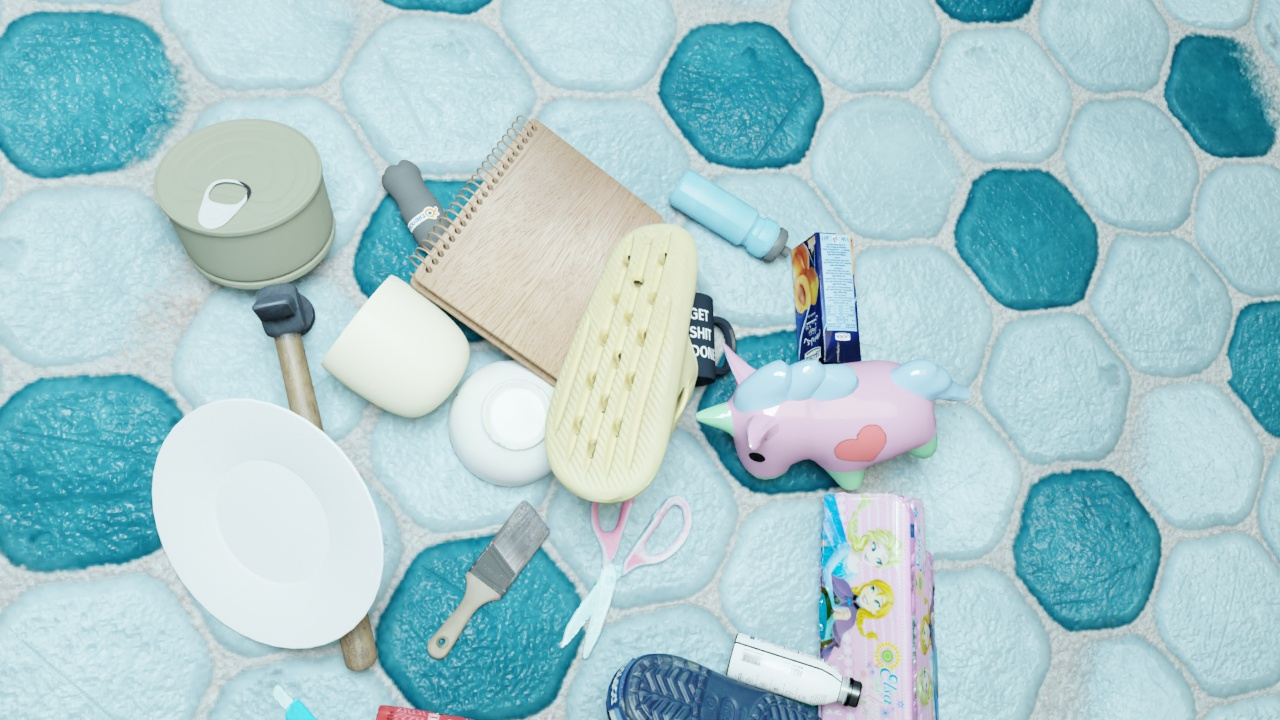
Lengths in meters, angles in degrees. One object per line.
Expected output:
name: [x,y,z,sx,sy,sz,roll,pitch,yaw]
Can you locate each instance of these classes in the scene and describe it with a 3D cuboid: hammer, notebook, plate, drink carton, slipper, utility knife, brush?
hammer: [-0.262,0.096,0.749,0.040,0.129,0.322,-13,92,-14]
notebook: [-0.090,-0.104,0.825,0.169,0.022,0.209,36,59,-13]
plate: [-0.290,0.128,0.717,0.209,0.015,0.209,4,106,16]
drink carton: [0.179,-0.053,0.891,0.040,0.064,0.130,1,79,-13]
slipper: [0.075,0.334,0.781,0.253,0.095,0.104,35,40,-10]
utility knife: [-0.257,0.312,0.747,0.022,0.015,0.124,-38,87,-20]
slipper: [-0.005,0.005,0.780,0.111,0.079,0.260,2,64,24]
brush: [-0.134,0.192,0.798,0.039,0.012,0.151,39,74,-4]

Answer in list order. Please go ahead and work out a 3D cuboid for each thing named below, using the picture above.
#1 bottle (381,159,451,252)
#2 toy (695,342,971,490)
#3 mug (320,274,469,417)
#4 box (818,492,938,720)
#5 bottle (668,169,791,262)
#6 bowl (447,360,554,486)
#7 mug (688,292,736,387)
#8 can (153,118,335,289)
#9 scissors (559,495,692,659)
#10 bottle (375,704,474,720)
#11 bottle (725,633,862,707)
bottle: [-0.195,-0.129,0.834,0.036,0.036,0.110,-31,87,-17]
toy: [0.176,0.042,0.818,0.222,0.171,0.120,-24,45,15]
mug: [-0.197,-0.011,0.787,0.099,0.096,0.120,38,32,-12]
box: [0.225,0.244,0.863,0.087,0.105,0.230,-4,76,30]
bottle: [0.091,-0.138,0.900,0.130,0.040,0.040,31,74,-6]
bowl: [-0.111,0.052,0.805,0.113,0.063,0.113,3,78,-13]
mug: [0.047,-0.016,0.856,0.105,0.071,0.077,6,77,-34]
can: [-0.324,-0.130,0.763,0.128,0.073,0.127,2,56,-4]
scissors: [-0.010,0.193,0.827,0.105,0.016,0.178,19,75,-9]
bottle: [-0.151,0.322,0.745,0.137,0.062,0.062,14,76,-11]
bottle: [0.136,0.277,0.809,0.116,0.041,0.041,14,75,13]
